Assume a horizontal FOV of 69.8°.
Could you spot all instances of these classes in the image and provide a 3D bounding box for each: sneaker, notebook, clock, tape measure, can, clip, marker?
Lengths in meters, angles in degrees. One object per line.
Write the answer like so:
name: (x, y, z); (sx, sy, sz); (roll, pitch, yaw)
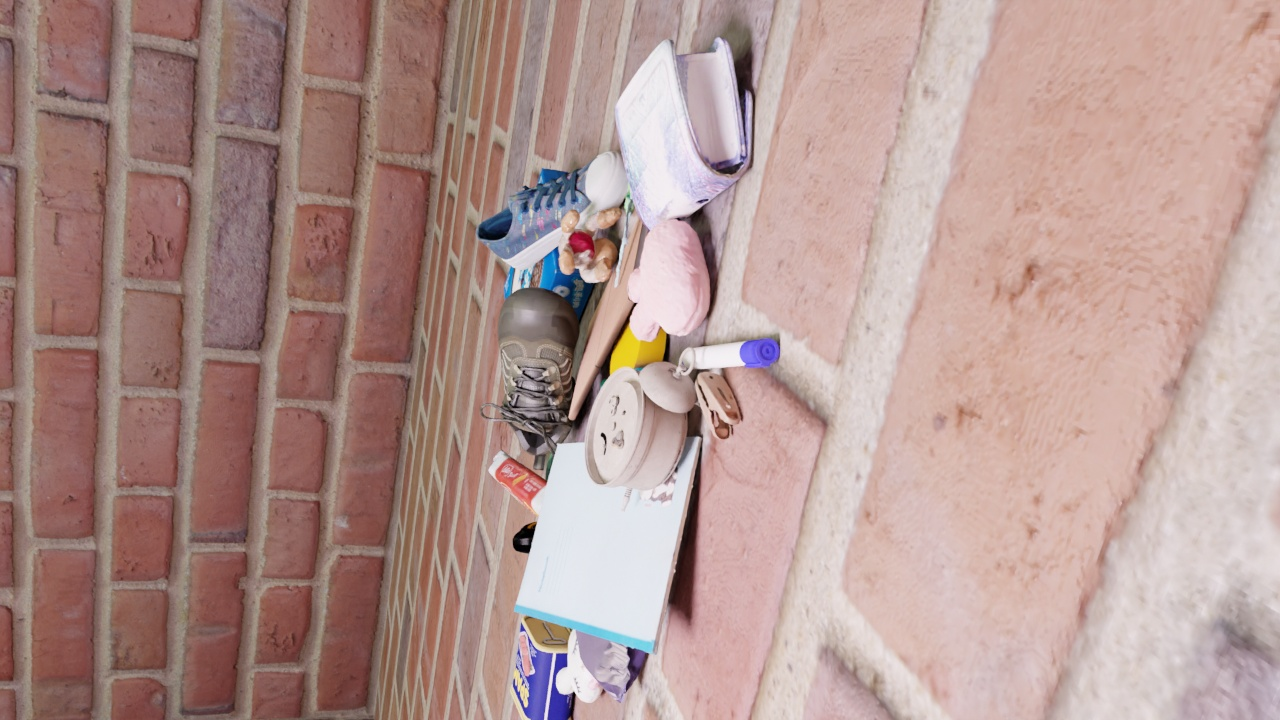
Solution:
sneaker: (-0.126, 0.037, 1.033); (0.238, 0.101, 0.142); (88, -171, -51)
notebook: (-0.038, 0.161, 0.851); (0.254, 0.009, 0.181); (-10, 63, 56)
notebook: (-0.033, -0.048, 0.972); (0.210, 0.008, 0.141); (119, 165, -49)
clock: (-0.005, 0.005, 0.890); (0.099, 0.043, 0.129); (159, 122, -69)
clock: (0.010, 0.049, 0.780); (0.157, 0.061, 0.103); (-55, 31, 33)
tape measure: (-0.116, 0.218, 1.115); (0.061, 0.062, 0.034); (-22, -70, -64)
can: (-0.112, 0.361, 1.074); (0.116, 0.056, 0.092); (-160, 77, -70)
clip: (0.062, 0.033, 0.718); (0.052, 0.026, 0.059); (170, 103, -68)
marker: (0.067, -0.003, 0.719); (0.142, 0.020, 0.020); (173, 101, -70)
sneaker: (-0.105, -0.184, 1.068); (0.236, 0.079, 0.087); (-25, 51, 42)

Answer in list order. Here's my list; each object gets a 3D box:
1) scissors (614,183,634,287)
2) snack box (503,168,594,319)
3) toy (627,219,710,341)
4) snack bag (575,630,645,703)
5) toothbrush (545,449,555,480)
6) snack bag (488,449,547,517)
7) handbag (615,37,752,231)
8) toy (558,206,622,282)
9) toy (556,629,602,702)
scissors: (-0.009, -0.158, 0.923); (0.172, 0.023, 0.171); (-112, 34, -75)
snack box: (-0.128, -0.104, 1.237); (0.240, 0.056, 0.195); (118, 150, -45)
toy: (0.020, -0.064, 0.802); (0.105, 0.053, 0.108); (-36, 56, 51)
snack bag: (-0.037, 0.218, 0.895); (0.205, 0.058, 0.096); (-113, 35, -55)
toothbrush: (-0.118, 0.146, 1.204); (0.022, 0.017, 0.135); (166, 108, -65)
snack bag: (-0.122, 0.164, 1.100); (0.041, 0.077, 0.225); (-47, 21, -14)
handbag: (0.037, -0.189, 0.792); (0.159, 0.069, 0.126); (156, 103, -69)
toy: (-0.053, -0.115, 1.012); (0.106, 0.074, 0.085); (79, -172, -79)
toy: (-0.059, 0.316, 0.963); (0.123, 0.038, 0.079); (146, 134, -62)
